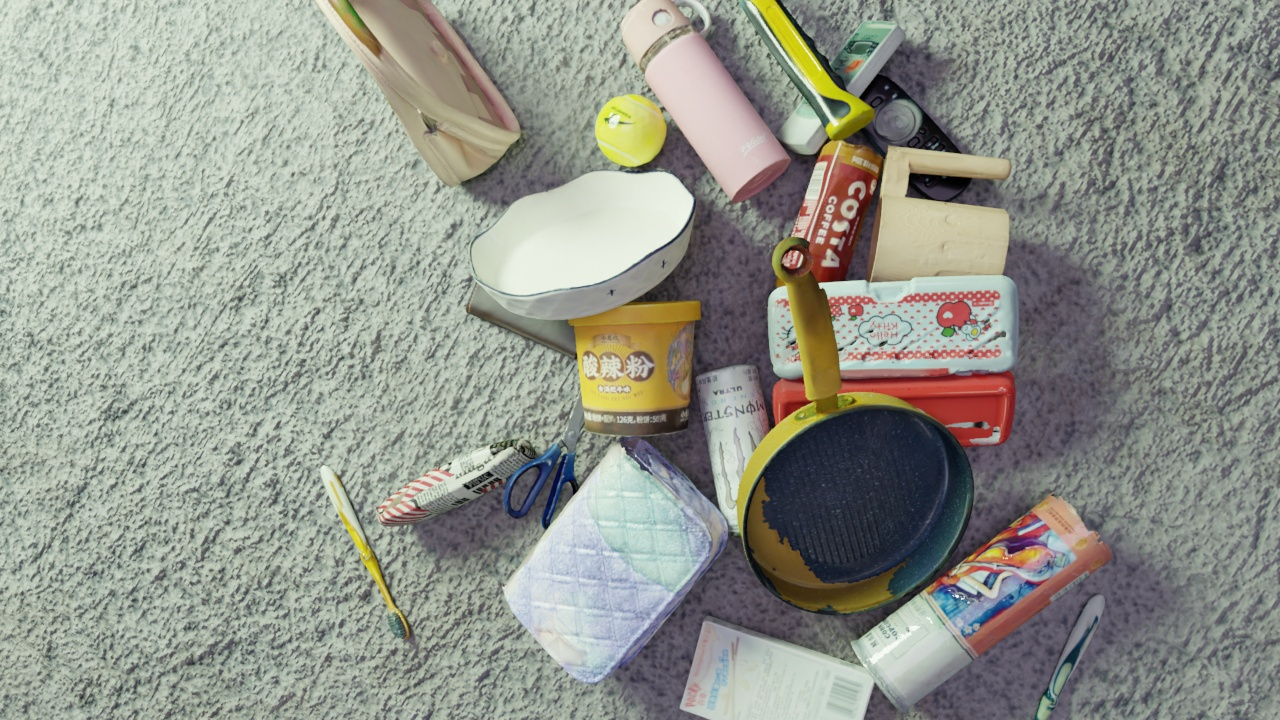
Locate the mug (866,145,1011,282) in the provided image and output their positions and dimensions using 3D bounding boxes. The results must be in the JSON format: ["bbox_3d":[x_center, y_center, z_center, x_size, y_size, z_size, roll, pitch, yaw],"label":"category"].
[{"bbox_3d":[0.254,-0.115,0.783,0.103,0.084,0.124,8,96,9],"label":"mug"}]

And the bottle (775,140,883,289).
[{"bbox_3d":[0.162,-0.104,0.816,0.057,0.057,0.175,19,91,11],"label":"bottle"}]

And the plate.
[{"bbox_3d":[-0.048,-0.102,0.805,0.205,0.204,0.046,-10,125,10],"label":"plate"}]

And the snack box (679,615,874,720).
[{"bbox_3d":[0.121,0.294,0.818,0.157,0.027,0.084,16,91,11],"label":"snack box"}]

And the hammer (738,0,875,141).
[{"bbox_3d":[0.098,-0.325,0.818,0.126,0.032,0.323,-29,72,-1],"label":"hammer"}]

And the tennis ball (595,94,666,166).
[{"bbox_3d":[-0.009,-0.213,0.850,0.065,0.065,0.065,-1,87,11],"label":"tennis ball"}]

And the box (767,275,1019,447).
[{"bbox_3d":[0.211,0.008,0.774,0.201,0.058,0.161,-3,114,11],"label":"box"}]

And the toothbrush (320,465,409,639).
[{"bbox_3d":[-0.274,0.189,0.904,0.016,0.018,0.191,-29,82,6],"label":"toothbrush"}]

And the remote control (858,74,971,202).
[{"bbox_3d":[0.240,-0.197,0.822,0.053,0.024,0.136,-40,80,9],"label":"remote control"}]

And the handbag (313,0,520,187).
[{"bbox_3d":[-0.216,-0.267,0.807,0.093,0.234,0.193,-36,81,9],"label":"handbag"}]

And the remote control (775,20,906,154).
[{"bbox_3d":[0.177,-0.245,0.822,0.019,0.056,0.135,35,96,-29],"label":"remote control"}]

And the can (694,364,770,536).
[{"bbox_3d":[0.090,0.079,0.820,0.058,0.058,0.146,-11,85,10],"label":"can"}]

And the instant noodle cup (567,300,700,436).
[{"bbox_3d":[-0.005,0.005,0.817,0.118,0.118,0.114,0,95,11],"label":"instant noodle cup"}]

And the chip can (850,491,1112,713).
[{"bbox_3d":[0.284,0.203,0.770,0.215,0.071,0.071,-39,81,6],"label":"chip can"}]

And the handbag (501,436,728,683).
[{"bbox_3d":[-0.023,0.179,0.817,0.134,0.075,0.194,43,104,16],"label":"handbag"}]

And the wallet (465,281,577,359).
[{"bbox_3d":[-0.097,-0.068,0.885,0.122,0.020,0.096,23,91,9],"label":"wallet"}]

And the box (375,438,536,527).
[{"bbox_3d":[-0.176,0.113,0.868,0.164,0.068,0.052,-25,92,6],"label":"box"}]

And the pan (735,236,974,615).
[{"bbox_3d":[0.153,0.059,0.715,0.197,0.078,0.358,-22,114,-1],"label":"pan"}]

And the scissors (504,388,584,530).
[{"bbox_3d":[-0.062,0.083,0.863,0.172,0.012,0.133,-40,117,-22],"label":"scissors"}]

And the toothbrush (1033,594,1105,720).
[{"bbox_3d":[0.351,0.285,0.779,0.016,0.018,0.191,25,92,11],"label":"toothbrush"}]

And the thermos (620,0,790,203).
[{"bbox_3d":[0.064,-0.247,0.842,0.087,0.067,0.198,-30,80,-14],"label":"thermos"}]
